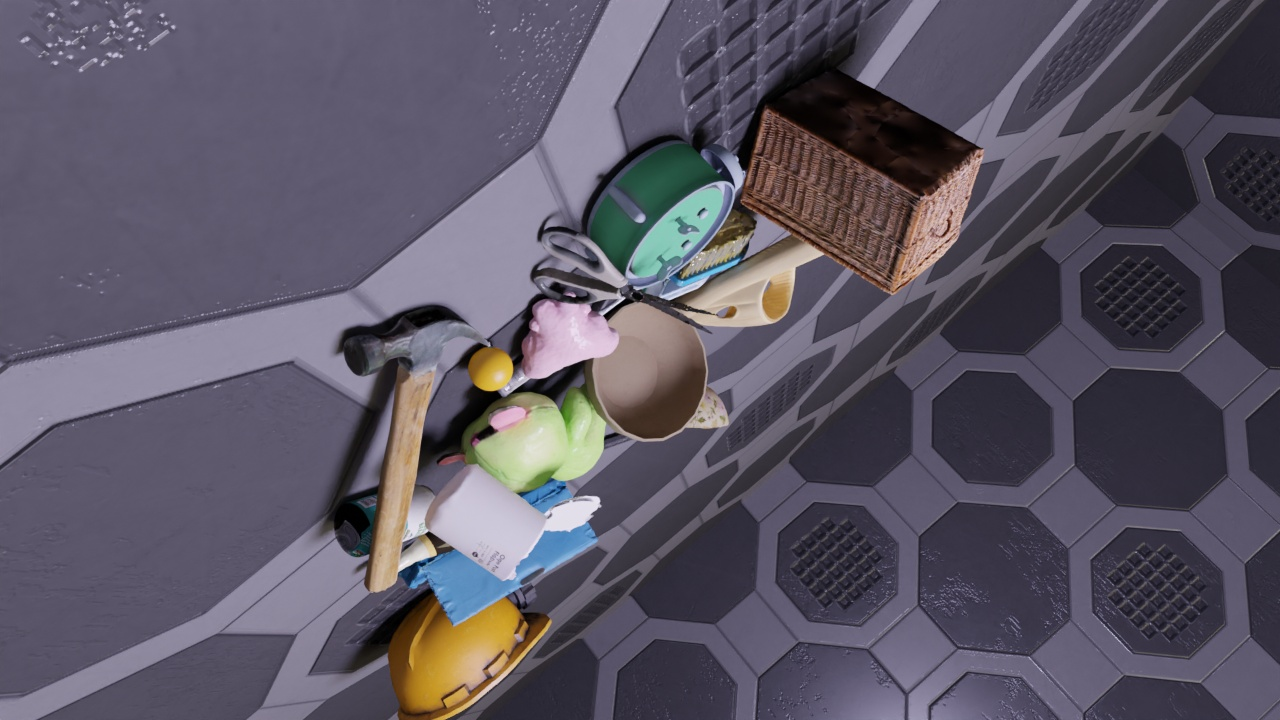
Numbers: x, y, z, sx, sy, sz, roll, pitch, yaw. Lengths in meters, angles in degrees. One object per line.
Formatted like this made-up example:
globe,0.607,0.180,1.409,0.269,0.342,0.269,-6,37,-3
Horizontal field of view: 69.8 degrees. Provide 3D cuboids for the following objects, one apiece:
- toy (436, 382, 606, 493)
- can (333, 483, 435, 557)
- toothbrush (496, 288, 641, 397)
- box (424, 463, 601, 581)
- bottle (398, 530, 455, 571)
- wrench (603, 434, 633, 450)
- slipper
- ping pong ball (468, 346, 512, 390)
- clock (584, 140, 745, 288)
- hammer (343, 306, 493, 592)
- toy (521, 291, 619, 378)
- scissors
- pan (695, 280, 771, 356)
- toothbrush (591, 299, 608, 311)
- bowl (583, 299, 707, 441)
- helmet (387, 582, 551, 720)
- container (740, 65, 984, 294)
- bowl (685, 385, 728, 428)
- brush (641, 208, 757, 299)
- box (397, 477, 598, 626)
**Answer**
toy,-0.111,0.088,0.981,0.151,0.107,0.196,-37,172,33
can,-0.254,0.159,0.924,0.055,0.055,0.101,-50,160,27
toothbrush,-0.067,-0.026,0.910,0.185,0.022,0.024,-36,-168,0
box,-0.122,0.151,0.907,0.084,0.147,0.136,-49,-175,36
bottle,-0.242,0.212,1.094,0.184,0.045,0.045,-32,160,-28
wrench,-0.055,0.122,1.316,0.073,0.018,0.272,-40,167,27
slipper,0.136,-0.080,0.998,0.262,0.079,0.111,-27,-179,40
ping pong ball,-0.136,0.008,0.832,0.040,0.040,0.040,-37,162,-14
clock,0.034,-0.130,0.801,0.161,0.075,0.122,-29,159,-36
hammer,-0.208,0.091,0.803,0.131,0.033,0.331,-29,148,-46
toy,-0.072,-0.028,0.862,0.099,0.052,0.096,-20,140,-5
scissors,-0.020,-0.058,0.776,0.151,0.165,0.012,-18,-139,43
pan,0.158,-0.092,1.242,0.354,0.024,0.217,-37,162,-14
toothbrush,-0.039,-0.058,0.926,0.013,0.013,0.168,-13,148,-42
bowl,-0.001,0.012,0.998,0.152,0.152,0.051,-30,-165,-32
helmet,-0.268,0.395,1.334,0.254,0.131,0.206,-35,-167,-37
container,0.204,-0.172,0.856,0.113,0.198,0.113,-36,151,-30
bowl,0.050,0.045,1.228,0.145,0.145,0.063,-8,106,-60
brush,0.064,-0.108,0.948,0.135,0.055,0.076,-25,152,-42
box,-0.180,0.252,1.189,0.230,0.112,0.094,-25,166,-36
